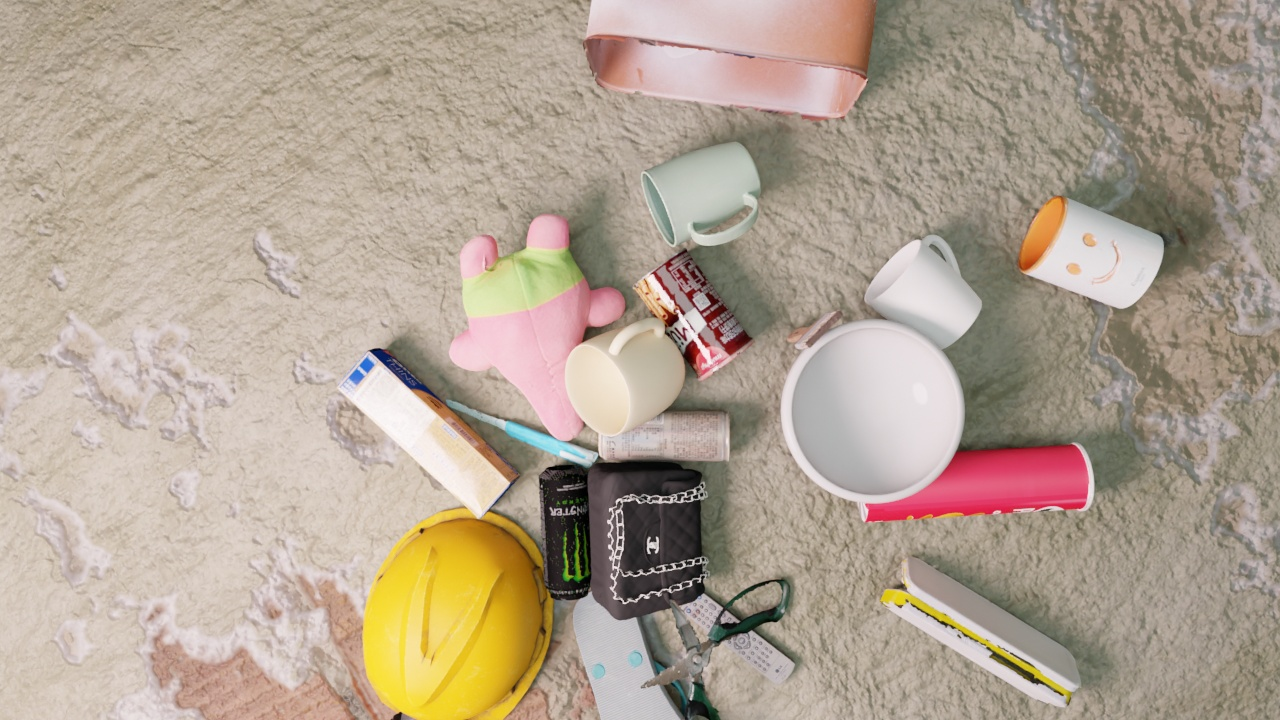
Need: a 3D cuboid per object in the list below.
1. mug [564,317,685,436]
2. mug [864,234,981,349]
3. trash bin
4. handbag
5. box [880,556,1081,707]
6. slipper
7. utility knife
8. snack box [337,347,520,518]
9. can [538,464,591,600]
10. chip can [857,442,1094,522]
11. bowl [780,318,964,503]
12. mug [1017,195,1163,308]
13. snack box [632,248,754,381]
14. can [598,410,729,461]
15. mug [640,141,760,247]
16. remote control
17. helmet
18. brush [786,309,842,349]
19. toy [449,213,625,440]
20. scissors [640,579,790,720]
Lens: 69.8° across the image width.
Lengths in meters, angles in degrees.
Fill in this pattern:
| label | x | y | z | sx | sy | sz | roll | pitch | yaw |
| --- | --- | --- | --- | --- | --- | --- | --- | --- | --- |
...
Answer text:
| label | x | y | z | sx | sy | sz | roll | pitch | yaw |
| --- | --- | --- | --- | --- | --- | --- | --- | --- | --- |
| mug | -0.005 | 0.005 | 0.916 | 0.096 | 0.099 | 0.120 | 41 | 134 | 27 |
| mug | 0.295 | -0.075 | 0.933 | 0.087 | 0.081 | 0.114 | 38 | 63 | -5 |
| trash bin | 0.091 | -0.338 | 0.874 | 0.260 | 0.181 | 0.157 | 10 | 92 | 4 |
| handbag | 0.017 | 0.181 | 0.936 | 0.125 | 0.115 | 0.153 | -3 | 91 | -21 |
| box | 0.353 | 0.285 | 0.950 | 0.210 | 0.067 | 0.070 | 31 | 96 | 2 |
| slipper | -0.001 | 0.374 | 0.989 | 0.098 | 0.054 | 0.268 | -27 | 80 | 7 |
| utility knife | -0.130 | 0.076 | 0.990 | 0.176 | 0.015 | 0.022 | 23 | 122 | 3 |
| snack box | -0.224 | 0.075 | 0.976 | 0.207 | 0.057 | 0.056 | 43 | 96 | 2 |
| can | -0.079 | 0.181 | 0.974 | 0.054 | 0.054 | 0.137 | -3 | 93 | 3 |
| chip can | 0.336 | 0.126 | 0.939 | 0.220 | 0.069 | 0.069 | -4 | 93 | 4 |
| bowl | 0.222 | 0.049 | 0.903 | 0.176 | 0.066 | 0.176 | 0 | 89 | -2 |
| mug | 0.446 | -0.107 | 0.913 | 0.105 | 0.082 | 0.082 | 21 | 94 | 1 |
| snack box | 0.054 | -0.047 | 0.945 | 0.072 | 0.072 | 0.121 | -36 | 90 | 4 |
| can | 0.025 | 0.079 | 0.962 | 0.135 | 0.054 | 0.054 | 0 | 93 | 3 |
| mug | 0.070 | -0.162 | 0.923 | 0.104 | 0.084 | 0.111 | -24 | 55 | -6 |
| remote control | 0.105 | 0.298 | 0.990 | 0.136 | 0.013 | 0.033 | 37 | 95 | 1 |
| helmet | -0.203 | 0.289 | 0.951 | 0.205 | 0.131 | 0.255 | 17 | 93 | 3 |
| brush | 0.162 | -0.026 | 0.903 | 0.045 | 0.143 | 0.008 | -45 | 91 | -4 |
| toy | -0.104 | -0.027 | 0.951 | 0.192 | 0.097 | 0.237 | -17 | 106 | -5 |
| scissors | 0.093 | 0.316 | 0.949 | 0.203 | 0.015 | 0.202 | -27 | 104 | -27 |
